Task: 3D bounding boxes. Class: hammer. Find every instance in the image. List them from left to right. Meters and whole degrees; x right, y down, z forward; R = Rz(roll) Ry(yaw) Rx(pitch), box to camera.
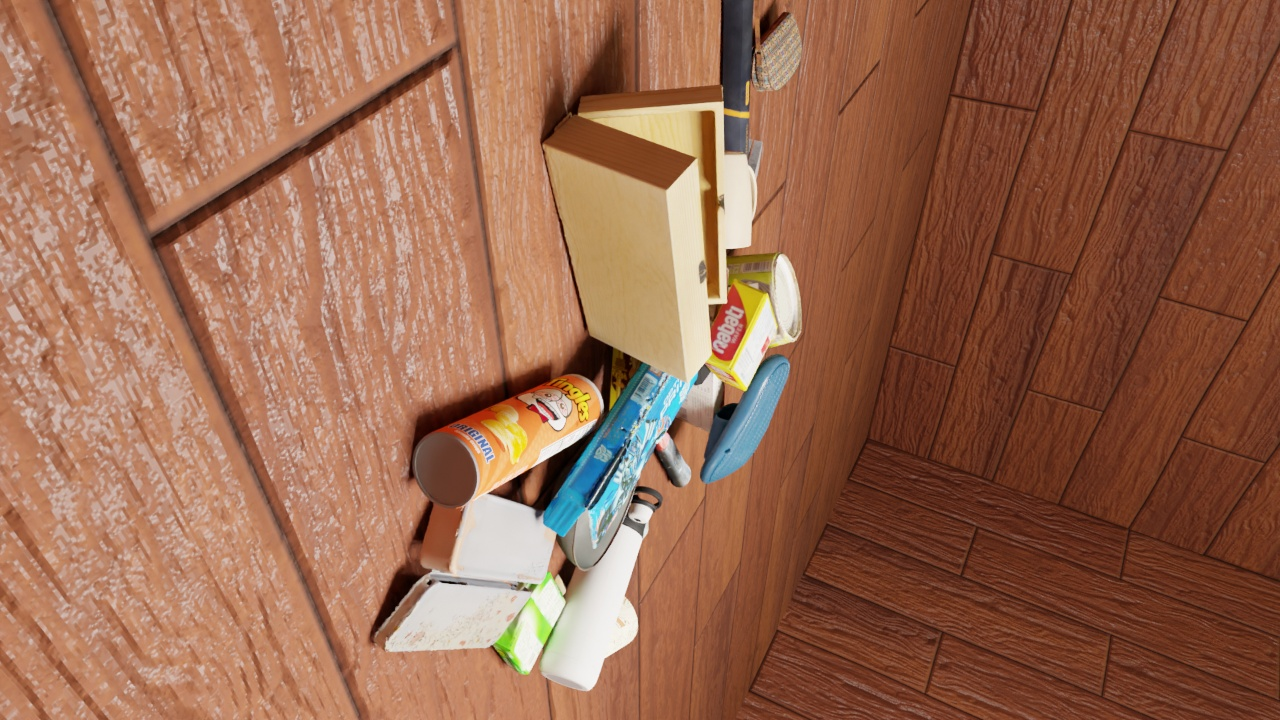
[{"bbox_3d":[0.025,0.117,1.223,0.140,0.036,0.326,-66,160,-17],"label":"hammer"},{"bbox_3d":[0.109,-0.299,1.065,0.139,0.035,0.313,-58,156,-35],"label":"hammer"}]

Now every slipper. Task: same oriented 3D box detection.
[{"bbox_3d":[0.128,0.078,1.205,0.103,0.059,0.214,-19,140,-51],"label":"slipper"}]

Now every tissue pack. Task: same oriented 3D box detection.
[{"bbox_3d":[-0.120,0.281,0.998,0.099,0.034,0.114,-60,158,-28],"label":"tissue pack"}]

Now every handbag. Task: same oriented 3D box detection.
[{"bbox_3d":[0.146,-0.415,1.073,0.093,0.043,0.196,-53,145,-31],"label":"handbag"}]

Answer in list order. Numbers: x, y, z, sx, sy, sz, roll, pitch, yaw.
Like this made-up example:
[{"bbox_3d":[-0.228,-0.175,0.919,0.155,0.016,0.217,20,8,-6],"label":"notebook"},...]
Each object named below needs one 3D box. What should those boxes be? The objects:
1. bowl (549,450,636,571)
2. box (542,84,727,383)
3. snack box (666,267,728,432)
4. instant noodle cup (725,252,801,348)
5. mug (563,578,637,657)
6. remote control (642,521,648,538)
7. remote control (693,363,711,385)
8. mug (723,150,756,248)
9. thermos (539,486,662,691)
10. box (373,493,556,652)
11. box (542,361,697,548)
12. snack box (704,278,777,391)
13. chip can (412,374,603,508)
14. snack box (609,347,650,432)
[{"bbox_3d":[-0.059,0.151,1.004,0.150,0.057,0.151,-51,152,-42],"label":"bowl"},{"bbox_3d":[0.007,-0.114,0.835,0.249,0.141,0.148,82,30,-51],"label":"box"},{"bbox_3d":[0.069,-0.017,1.158,0.044,0.077,0.273,-51,152,-33],"label":"snack box"},{"bbox_3d":[0.149,-0.076,1.203,0.146,0.098,0.146,-8,90,-66],"label":"instant noodle cup"},{"bbox_3d":[-0.066,0.320,1.140,0.097,0.081,0.122,-24,109,-54],"label":"mug"},{"bbox_3d":[-0.026,0.234,1.208,0.133,0.022,0.050,-34,127,-58],"label":"remote control"},{"bbox_3d":[0.095,-0.025,1.091,0.124,0.010,0.039,-56,155,-26],"label":"remote control"},{"bbox_3d":[0.095,-0.186,1.045,0.111,0.085,0.104,-16,113,-45],"label":"mug"},{"bbox_3d":[-0.042,0.262,1.072,0.101,0.068,0.229,-30,-146,56],"label":"thermos"},{"bbox_3d":[-0.150,0.197,0.844,0.157,0.063,0.216,-57,158,-5],"label":"box"},{"bbox_3d":[-0.004,0.069,0.917,0.242,0.066,0.091,-57,-179,-33],"label":"box"},{"bbox_3d":[0.114,-0.023,1.038,0.092,0.042,0.200,-64,167,-2],"label":"snack box"},{"bbox_3d":[-0.107,0.064,0.795,0.209,0.062,0.062,-26,131,-62],"label":"chip can"},{"bbox_3d":[-0.006,0.006,1.021,0.061,0.026,0.149,-24,123,-55],"label":"snack box"}]
